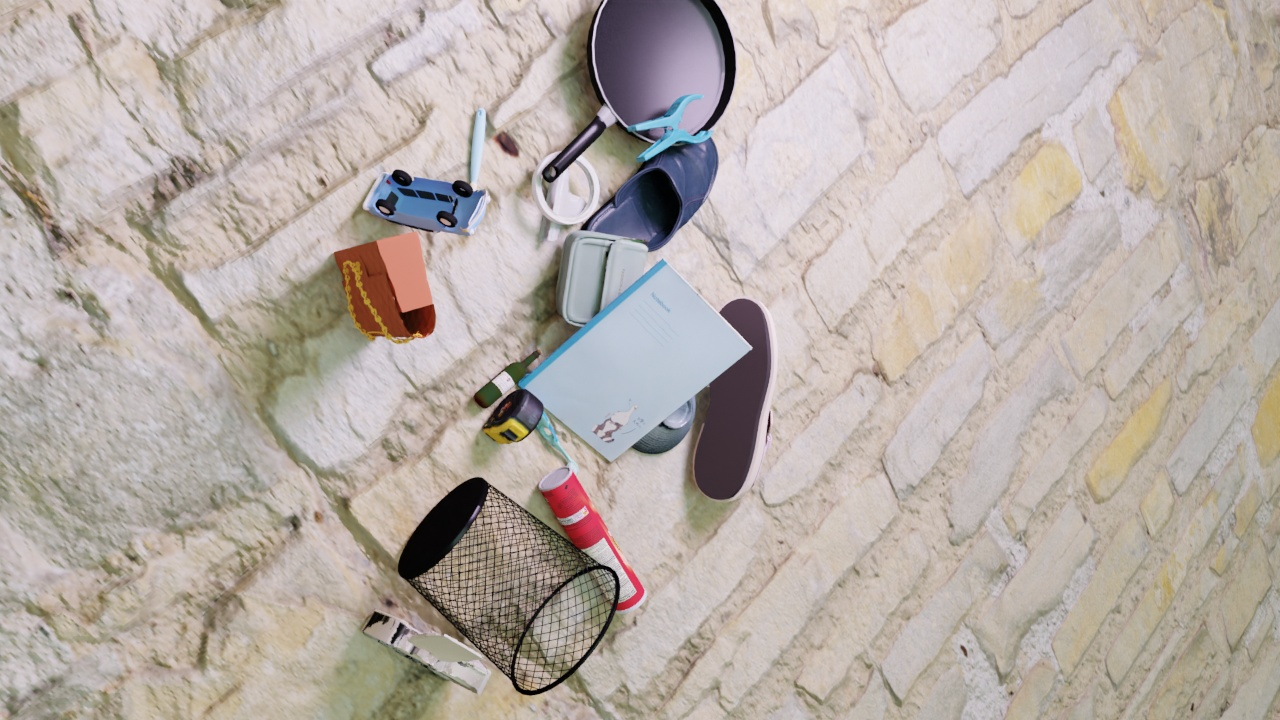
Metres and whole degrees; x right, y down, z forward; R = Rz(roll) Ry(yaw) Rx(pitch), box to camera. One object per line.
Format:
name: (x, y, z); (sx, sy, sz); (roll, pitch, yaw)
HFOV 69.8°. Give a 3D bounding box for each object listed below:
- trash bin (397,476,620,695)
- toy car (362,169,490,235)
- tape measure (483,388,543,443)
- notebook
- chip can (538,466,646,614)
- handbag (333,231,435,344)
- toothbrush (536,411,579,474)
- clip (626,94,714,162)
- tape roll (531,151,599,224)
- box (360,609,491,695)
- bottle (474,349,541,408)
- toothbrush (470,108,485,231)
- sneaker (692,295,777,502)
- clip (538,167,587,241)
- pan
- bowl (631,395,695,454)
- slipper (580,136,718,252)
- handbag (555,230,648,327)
trash bin: (-0.162, 0.261, 1.099); (0.210, 0.184, 0.183); (45, 69, -19)
toy car: (-0.243, -0.177, 1.053); (0.055, 0.153, 0.056); (63, 45, -60)
tape measure: (-0.156, 0.071, 1.151); (0.042, 0.072, 0.071); (46, 67, -22)
notebook: (-0.007, 0.007, 1.190); (0.254, 0.009, 0.181); (-40, 116, 16)
chip can: (-0.063, 0.241, 1.227); (0.051, 0.052, 0.215); (-38, 110, -25)
handbag: (-0.285, -0.075, 1.003); (0.060, 0.172, 0.109); (-20, 102, -30)
toothbrush: (-0.118, 0.099, 1.206); (0.135, 0.022, 0.017); (60, 29, -20)
clip: (0.038, -0.323, 1.201); (0.130, 0.030, 0.120); (-12, 108, -31)
tape roll: (-0.095, -0.221, 1.177); (0.093, 0.013, 0.093); (-2, 93, -32)
box: (-0.224, 0.338, 1.056); (0.143, 0.185, 0.044); (41, 63, -29)
bottle: (-0.166, 0.021, 1.168); (0.105, 0.025, 0.025); (-42, 112, -23)
toothbrush: (-0.206, -0.236, 1.137); (0.022, 0.016, 0.155); (6, 89, 8)
sneaker: (0.156, 0.056, 1.332); (0.116, 0.112, 0.294); (0, 95, -60)
clip: (-0.093, -0.200, 1.194); (0.059, 0.052, 0.102); (11, 87, -19)
pan: (-0.012, -0.353, 1.201); (0.355, 0.034, 0.225); (-48, 117, -17)
bowl: (0.035, 0.066, 1.277); (0.136, 0.057, 0.137); (-1, 93, -32)
slipper: (0.033, -0.221, 1.247); (0.265, 0.084, 0.109); (-46, 112, -23)
handbag: (-0.050, -0.103, 1.184); (0.106, 0.067, 0.122); (7, 100, -13)
